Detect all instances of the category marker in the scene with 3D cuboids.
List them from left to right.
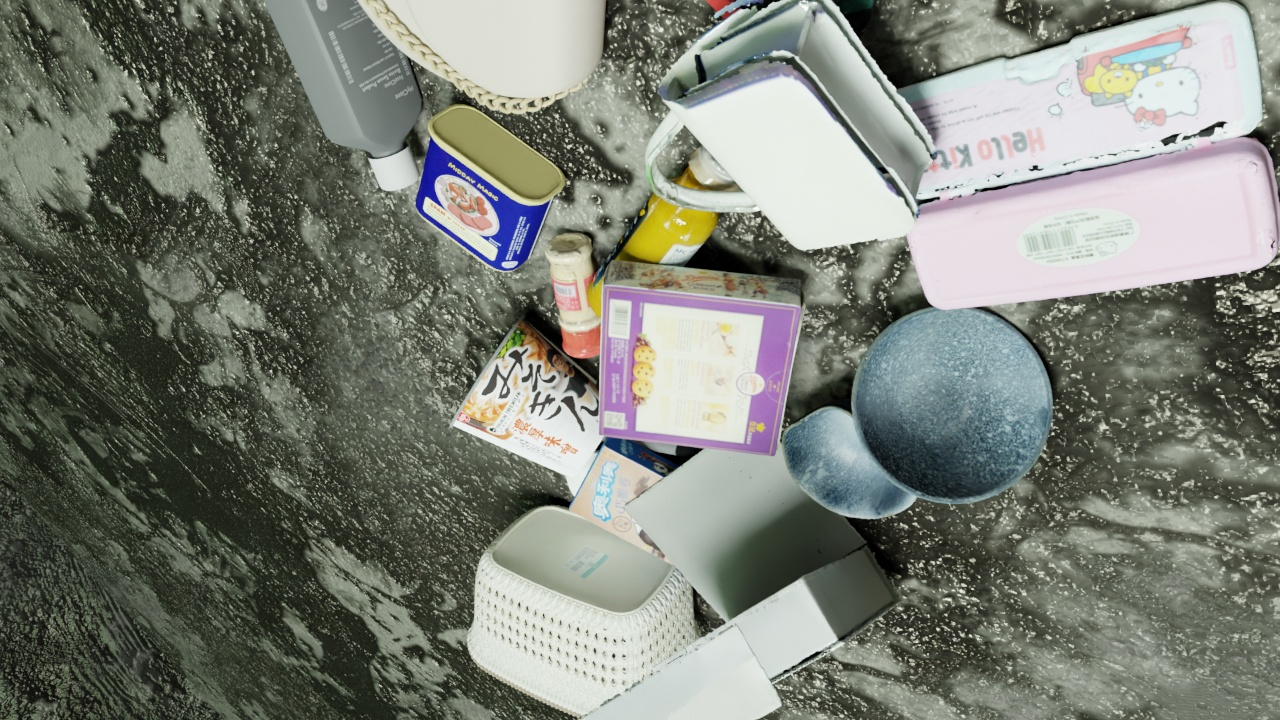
[{"bbox_3d":[0.017,0.077,0.879,0.139,0.016,0.022,7,97,32],"label":"marker"}]

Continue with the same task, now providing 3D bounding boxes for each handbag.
[{"bbox_3d":[-0.114,-0.290,0.610,0.208,0.103,0.211,29,147,14],"label":"handbag"},{"bbox_3d":[0.073,-0.137,0.567,0.176,0.073,0.151,-7,143,47],"label":"handbag"}]

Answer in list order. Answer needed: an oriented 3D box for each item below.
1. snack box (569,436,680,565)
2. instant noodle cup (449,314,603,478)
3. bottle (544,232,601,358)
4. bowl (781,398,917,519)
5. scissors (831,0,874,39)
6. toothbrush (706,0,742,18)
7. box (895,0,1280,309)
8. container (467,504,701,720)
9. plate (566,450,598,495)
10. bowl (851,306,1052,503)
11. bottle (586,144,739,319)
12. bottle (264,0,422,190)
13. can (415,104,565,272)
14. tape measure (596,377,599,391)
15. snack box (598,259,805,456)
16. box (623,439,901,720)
[{"bbox_3d":[0.017,0.140,0.882,0.151,0.034,0.087,28,118,0],"label":"snack box"},{"bbox_3d":[-0.093,0.042,0.860,0.122,0.123,0.124,33,138,-6],"label":"instant noodle cup"},{"bbox_3d":[-0.055,-0.056,0.797,0.044,0.044,0.109,13,130,27],"label":"bottle"},{"bbox_3d":[0.172,0.070,0.732,0.110,0.055,0.110,19,134,21],"label":"bowl"},{"bbox_3d":[0.088,-0.220,0.505,0.202,0.015,0.202,13,153,-30],"label":"scissors"},{"bbox_3d":[0.015,-0.274,0.591,0.212,0.017,0.012,43,138,-8],"label":"toothbrush"},{"bbox_3d":[0.250,-0.108,0.542,0.202,0.037,0.152,-7,119,38],"label":"box"},{"bbox_3d":[-0.060,0.261,0.972,0.246,0.184,0.143,15,122,24],"label":"container"},{"bbox_3d":[-0.026,0.128,0.941,0.104,0.026,0.104,20,134,22],"label":"plate"},{"bbox_3d":[0.214,0.031,0.655,0.137,0.137,0.057,38,178,3],"label":"bowl"},{"bbox_3d":[0.019,-0.096,0.704,0.053,0.053,0.187,41,137,-1],"label":"bottle"},{"bbox_3d":[-0.227,-0.224,0.750,0.046,0.083,0.174,7,129,31],"label":"bottle"},{"bbox_3d":[-0.130,-0.141,0.770,0.116,0.056,0.092,36,139,5],"label":"can"},{"bbox_3d":[-0.005,0.005,0.797,0.034,0.061,0.062,46,153,-5],"label":"tape measure"},{"bbox_3d":[0.043,0.001,0.711,0.148,0.040,0.144,7,125,4],"label":"snack box"},{"bbox_3d":[0.082,0.119,0.867,0.168,0.421,0.173,-38,136,23],"label":"box"}]
